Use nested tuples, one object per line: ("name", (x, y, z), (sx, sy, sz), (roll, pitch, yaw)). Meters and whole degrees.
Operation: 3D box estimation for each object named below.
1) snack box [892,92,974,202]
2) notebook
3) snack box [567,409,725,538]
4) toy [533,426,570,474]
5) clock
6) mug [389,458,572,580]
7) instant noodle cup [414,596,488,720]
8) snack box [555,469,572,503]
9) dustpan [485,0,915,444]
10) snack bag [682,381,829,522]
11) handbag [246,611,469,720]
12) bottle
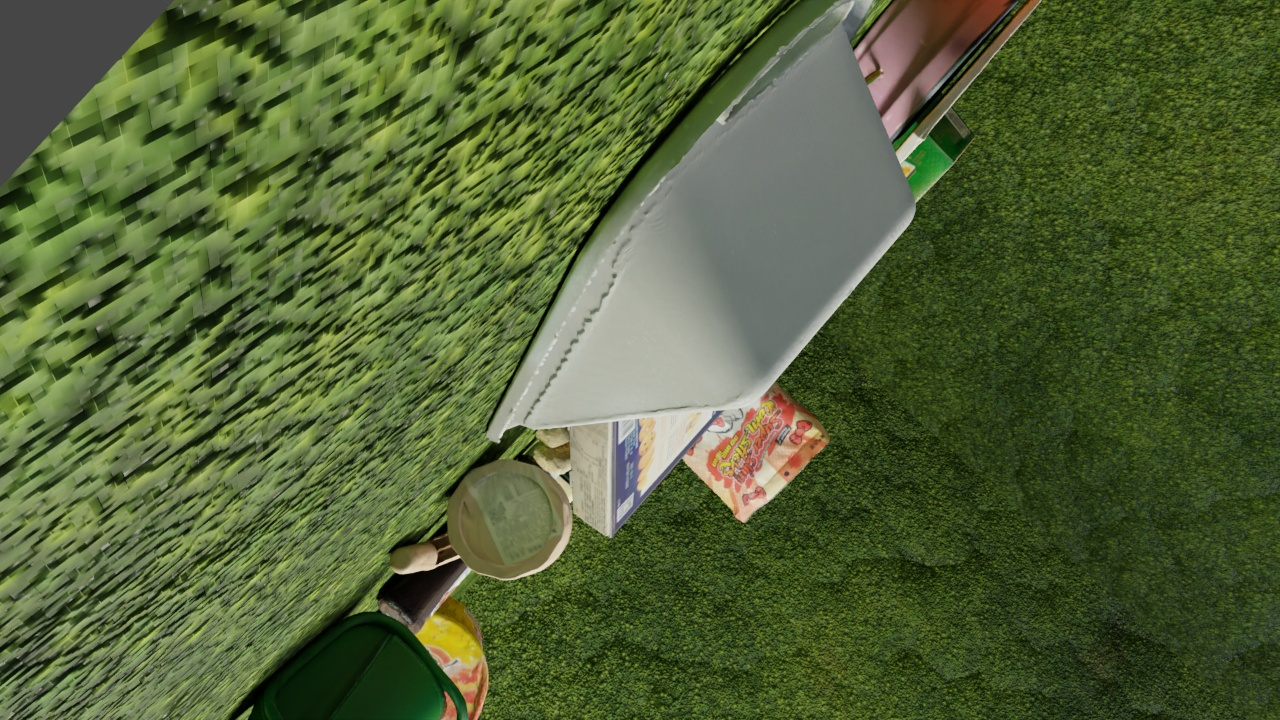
("snack box", (0.214, -0.187, 0.780), (0.118, 0.105, 0.118), (-45, 175, -47))
("notebook", (0.234, -0.204, 0.637), (0.206, 0.010, 0.146), (-48, 176, -6))
("snack box", (0.015, 0.025, 0.732), (0.182, 0.046, 0.178), (-45, 153, -34))
("toy", (-0.039, 0.048, 0.820), (0.156, 0.066, 0.105), (-37, 128, -51))
("clock", (0.188, -0.208, 0.621), (0.117, 0.060, 0.158), (-49, 175, 19))
("mug", (-0.110, 0.119, 0.646), (0.124, 0.084, 0.103), (-20, 171, -7))
("instant noodle cup", (-0.213, 0.293, 0.889), (0.138, 0.138, 0.110), (-47, -175, -2))
("snack box", (-0.032, 0.067, 1.022), (0.239, 0.063, 0.115), (-45, 176, -34))
("dustpan", (0.020, -0.077, 0.465), (0.258, 0.142, 0.222), (-1, -143, 52))
("snack bag", (0.075, 0.047, 0.910), (0.128, 0.208, 0.073), (-46, -179, -1))
("handbag", (-0.193, 0.245, 0.617), (0.068, 0.120, 0.131), (-55, 171, 27))
("bottle", (-0.139, 0.146, 0.784), (0.194, 0.044, 0.080), (-46, 177, -28))
